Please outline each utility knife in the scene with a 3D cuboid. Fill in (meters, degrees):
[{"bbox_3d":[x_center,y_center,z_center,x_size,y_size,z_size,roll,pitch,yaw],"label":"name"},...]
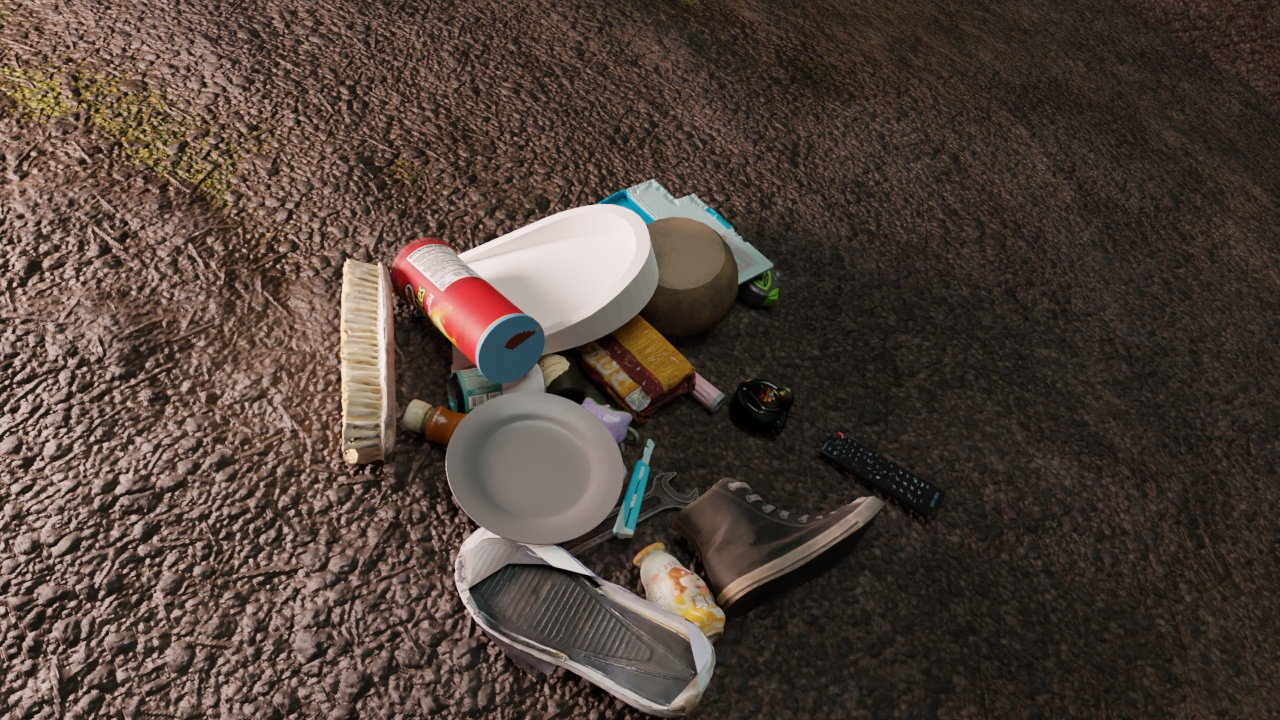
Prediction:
[{"bbox_3d":[-0.005,0.136,0.996,0.022,0.015,0.140,20,43,-4],"label":"utility knife"}]

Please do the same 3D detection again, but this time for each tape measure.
[{"bbox_3d":[0.147,0.055,1.114,0.072,0.042,0.071,26,47,1],"label":"tape measure"},{"bbox_3d":[0.161,-0.102,1.266,0.058,0.036,0.065,25,46,-6],"label":"tape measure"}]

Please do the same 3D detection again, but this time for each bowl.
[{"bbox_3d":[0.046,-0.115,1.163,0.162,0.070,0.162,1,58,-1],"label":"bowl"}]

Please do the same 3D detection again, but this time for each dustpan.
[{"bbox_3d":[-0.110,-0.099,1.092,0.258,0.053,0.191,-14,50,4],"label":"dustpan"}]

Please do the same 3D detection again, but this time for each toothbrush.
[{"bbox_3d":[0.015,-0.012,1.144,0.222,0.027,0.026,39,52,19],"label":"toothbrush"}]

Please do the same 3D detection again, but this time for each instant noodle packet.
[{"bbox_3d":[-0.006,0.006,1.099,0.098,0.040,0.135,-39,68,-18],"label":"instant noodle packet"}]

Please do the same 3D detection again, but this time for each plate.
[{"bbox_3d":[-0.105,0.107,0.924,0.178,0.012,0.178,8,51,-10],"label":"plate"}]

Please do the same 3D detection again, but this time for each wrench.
[{"bbox_3d":[-0.050,0.181,0.958,0.272,0.010,0.070,-21,58,-32],"label":"wrench"}]

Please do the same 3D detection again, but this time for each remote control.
[{"bbox_3d":[0.287,0.138,1.097,0.150,0.022,0.047,31,48,14],"label":"remote control"}]

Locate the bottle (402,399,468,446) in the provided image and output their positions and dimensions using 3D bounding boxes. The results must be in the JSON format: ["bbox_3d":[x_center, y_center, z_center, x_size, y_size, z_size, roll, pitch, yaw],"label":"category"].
[{"bbox_3d":[-0.169,0.085,0.973,0.167,0.059,0.059,21,46,1],"label":"bottle"}]

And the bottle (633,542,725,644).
[{"bbox_3d":[0.034,0.233,0.901,0.063,0.063,0.109,-18,56,-30],"label":"bottle"}]

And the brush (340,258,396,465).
[{"bbox_3d":[-0.297,-0.005,0.999,0.056,0.083,0.270,0,50,-17],"label":"brush"}]

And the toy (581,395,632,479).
[{"bbox_3d":[-0.045,0.094,1.008,0.080,0.036,0.099,21,71,8],"label":"toy"}]

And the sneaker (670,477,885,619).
[{"bbox_3d":[0.152,0.173,0.978,0.234,0.095,0.120,-21,58,-23],"label":"sneaker"}]

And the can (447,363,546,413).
[{"bbox_3d":[-0.161,0.032,1.027,0.101,0.055,0.055,-10,53,-25],"label":"can"}]

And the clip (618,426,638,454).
[{"bbox_3d":[-0.038,0.076,1.049,0.075,0.023,0.037,37,50,19],"label":"clip"}]

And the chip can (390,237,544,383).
[{"bbox_3d":[-0.199,-0.060,1.037,0.086,0.087,0.213,-20,40,-31],"label":"chip can"}]

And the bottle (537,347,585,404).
[{"bbox_3d":[-0.108,-0.024,1.101,0.045,0.045,0.184,-3,50,-20],"label":"bottle"}]

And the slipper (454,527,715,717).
[{"bbox_3d":[-0.059,0.246,0.855,0.264,0.063,0.111,22,53,14],"label":"slipper"}]

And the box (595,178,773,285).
[{"bbox_3d":[0.046,-0.160,1.253,0.181,0.039,0.227,-32,63,-22],"label":"box"}]
